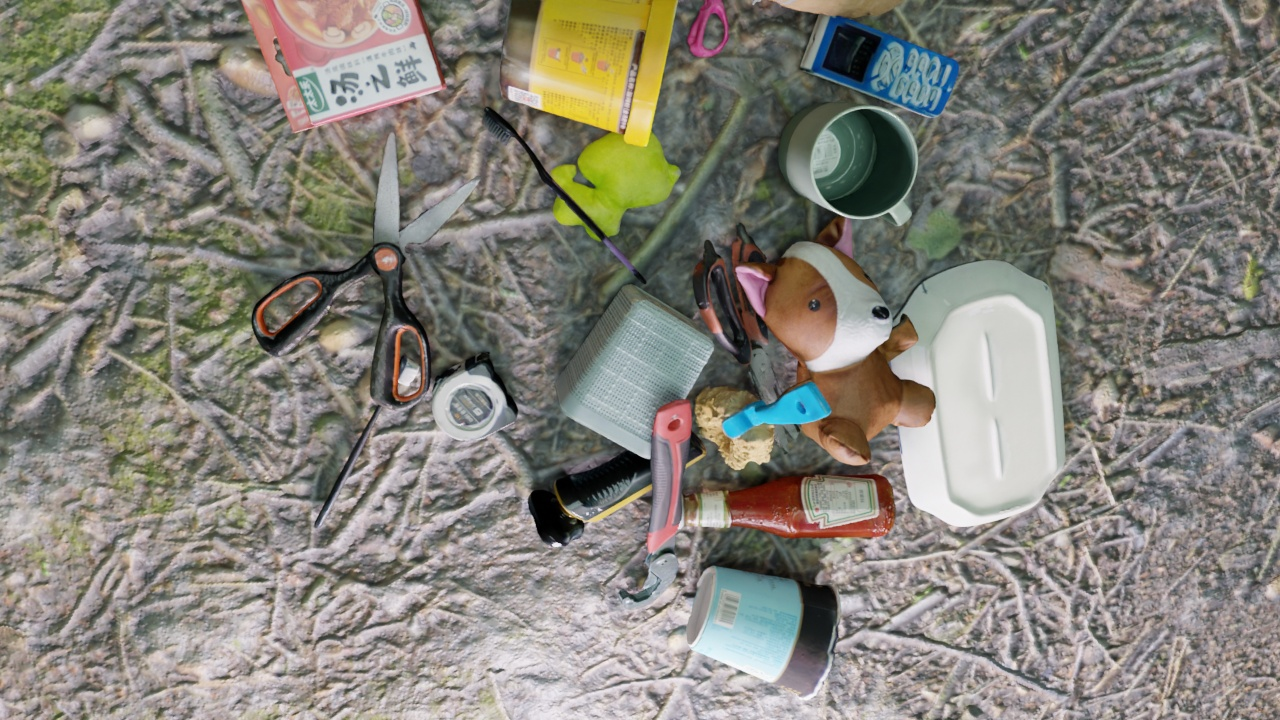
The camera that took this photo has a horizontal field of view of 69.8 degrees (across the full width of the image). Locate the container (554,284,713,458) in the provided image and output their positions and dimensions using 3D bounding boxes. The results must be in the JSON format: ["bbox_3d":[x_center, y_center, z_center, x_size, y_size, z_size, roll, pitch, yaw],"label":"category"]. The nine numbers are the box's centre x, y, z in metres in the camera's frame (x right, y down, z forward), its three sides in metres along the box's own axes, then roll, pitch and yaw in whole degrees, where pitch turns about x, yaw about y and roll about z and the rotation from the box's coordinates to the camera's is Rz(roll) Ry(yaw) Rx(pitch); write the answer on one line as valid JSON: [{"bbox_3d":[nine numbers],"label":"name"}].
[{"bbox_3d":[-0.005,0.004,0.768,0.090,0.090,0.111,29,99,-15],"label":"container"}]

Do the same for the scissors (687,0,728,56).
[{"bbox_3d":[0.053,-0.304,0.711,0.133,0.017,0.135,6,103,-13],"label":"scissors"}]

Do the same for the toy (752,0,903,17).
[{"bbox_3d":[0.112,-0.335,0.675,0.226,0.082,0.143,14,96,-12],"label":"toy"}]

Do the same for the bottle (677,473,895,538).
[{"bbox_3d":[0.126,0.136,0.844,0.206,0.059,0.060,-2,108,0],"label":"bottle"}]

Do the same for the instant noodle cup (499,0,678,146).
[{"bbox_3d":[-0.038,-0.227,0.675,0.114,0.118,0.118,11,106,-3],"label":"instant noodle cup"}]

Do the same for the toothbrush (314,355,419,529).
[{"bbox_3d":[-0.241,0.074,0.798,0.018,0.015,0.181,27,102,-24],"label":"toothbrush"}]

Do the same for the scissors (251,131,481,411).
[{"bbox_3d":[-0.220,-0.064,0.746,0.228,0.021,0.221,-13,102,1],"label":"scissors"}]

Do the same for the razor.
[{"bbox_3d":[-0.018,0.111,0.824,0.167,0.062,0.068,-27,140,-4],"label":"razor"}]

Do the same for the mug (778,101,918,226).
[{"bbox_3d":[0.168,-0.152,0.726,0.111,0.106,0.082,42,98,-17],"label":"mug"}]

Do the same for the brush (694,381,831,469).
[{"bbox_3d":[0.094,0.045,0.720,0.045,0.255,0.083,-32,87,-12],"label":"brush"}]

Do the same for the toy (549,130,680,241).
[{"bbox_3d":[-0.023,-0.146,0.744,0.096,0.031,0.100,23,104,-12],"label":"toy"}]

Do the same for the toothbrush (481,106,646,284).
[{"bbox_3d":[-0.061,-0.128,0.729,0.017,0.014,0.189,-42,91,21],"label":"toothbrush"}]

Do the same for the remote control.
[{"bbox_3d":[0.194,-0.238,0.744,0.125,0.024,0.049,16,105,-13],"label":"remote control"}]

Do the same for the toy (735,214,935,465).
[{"bbox_3d":[0.165,-0.015,0.768,0.139,0.131,0.199,-27,101,-27],"label":"toy"}]

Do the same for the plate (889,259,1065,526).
[{"bbox_3d":[0.319,0.041,0.847,0.162,0.034,0.266,-13,109,-3],"label":"plate"}]

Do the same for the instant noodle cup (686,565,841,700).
[{"bbox_3d":[0.110,0.246,0.859,0.120,0.111,0.111,17,105,-4],"label":"instant noodle cup"}]

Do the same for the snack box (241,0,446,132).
[{"bbox_3d":[-0.223,-0.240,0.680,0.127,0.044,0.113,-17,109,-1],"label":"snack box"}]

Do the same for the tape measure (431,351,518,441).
[{"bbox_3d":[-0.146,0.034,0.787,0.066,0.033,0.066,-25,108,-1],"label":"tape measure"}]

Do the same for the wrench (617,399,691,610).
[{"bbox_3d":[0.017,0.132,0.793,0.056,0.016,0.274,-14,136,-23],"label":"wrench"}]

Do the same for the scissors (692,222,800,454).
[{"bbox_3d":[0.104,-0.016,0.797,0.204,0.015,0.198,19,77,-49],"label":"scissors"}]
